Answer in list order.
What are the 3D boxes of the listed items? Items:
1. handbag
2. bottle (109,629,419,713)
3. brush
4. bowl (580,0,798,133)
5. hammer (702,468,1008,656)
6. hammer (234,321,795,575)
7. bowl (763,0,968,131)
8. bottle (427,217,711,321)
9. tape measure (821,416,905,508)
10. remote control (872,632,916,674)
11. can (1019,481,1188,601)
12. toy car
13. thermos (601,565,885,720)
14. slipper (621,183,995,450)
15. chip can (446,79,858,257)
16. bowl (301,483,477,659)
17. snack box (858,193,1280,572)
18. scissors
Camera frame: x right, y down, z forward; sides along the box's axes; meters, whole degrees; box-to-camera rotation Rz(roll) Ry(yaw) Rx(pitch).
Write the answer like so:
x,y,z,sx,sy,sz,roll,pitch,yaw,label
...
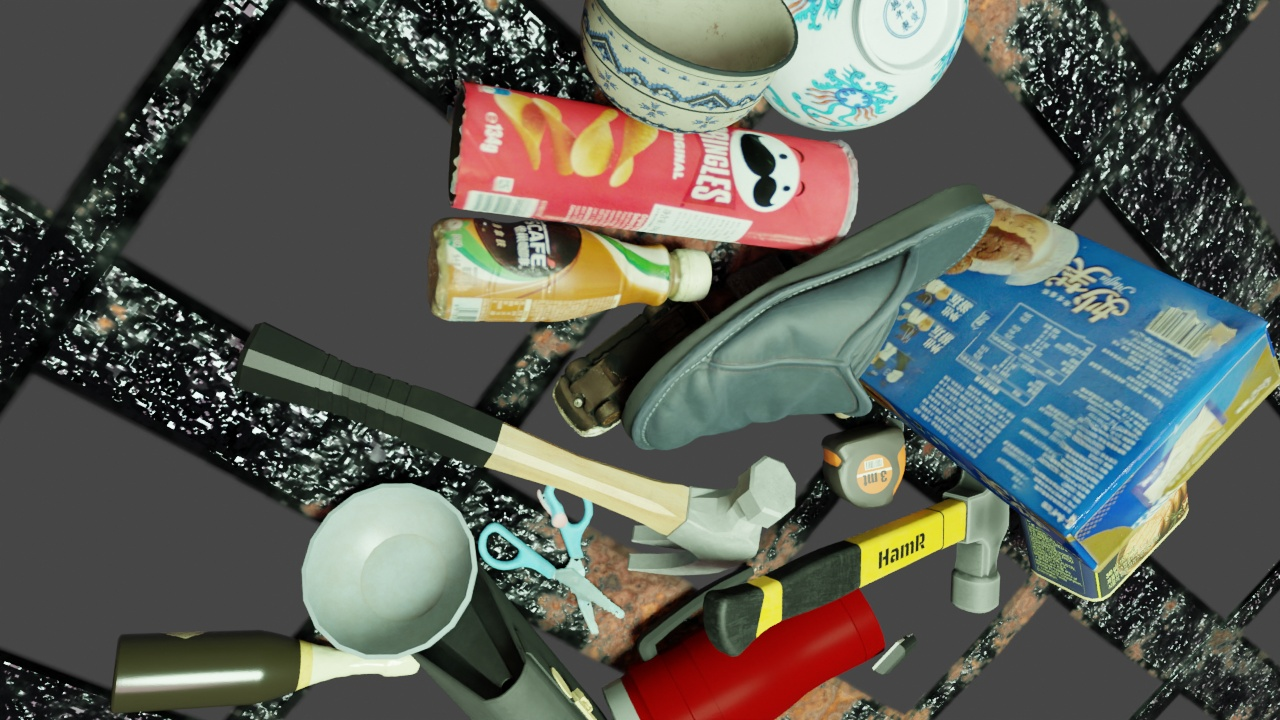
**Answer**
x,y,z,sx,sy,sz,roll,pitch,yaw,label
-0.052,0.238,0.574,0.072,0.196,0.176,-41,119,-18,handbag
-0.234,0.197,0.591,0.184,0.045,0.045,7,109,-28,bottle
0.111,-0.012,0.636,0.039,0.012,0.151,-38,117,0,brush
0.020,-0.169,0.495,0.115,0.115,0.059,4,144,-19,bowl
0.161,0.127,0.626,0.323,0.034,0.170,-9,103,-40,hammer
-0.075,0.056,0.557,0.328,0.039,0.131,22,140,-15,hammer
0.137,-0.202,0.533,0.143,0.074,0.144,-6,113,-16,bowl
-0.040,-0.052,0.544,0.167,0.059,0.059,0,111,-18,bottle
0.164,0.077,0.677,0.058,0.038,0.059,-13,101,-13,tape measure
0.202,0.231,0.722,0.028,0.012,0.124,-48,156,4,remote control
0.360,0.104,0.717,0.135,0.075,0.104,-35,121,-19,can
-0.004,0.003,0.589,0.113,0.048,0.040,-36,161,1,toy car
0.070,0.219,0.682,0.198,0.084,0.108,-27,87,-9,thermos
0.115,-0.005,0.563,0.265,0.083,0.109,-30,158,0,slipper
0.006,-0.108,0.531,0.232,0.073,0.073,5,109,-18,chip can
-0.152,0.133,0.573,0.106,0.106,0.039,-24,160,-8,bowl
0.248,0.004,0.576,0.155,0.202,0.069,-49,131,5,snack box
-0.063,0.150,0.644,0.095,0.015,0.142,-20,110,-11,scissors
